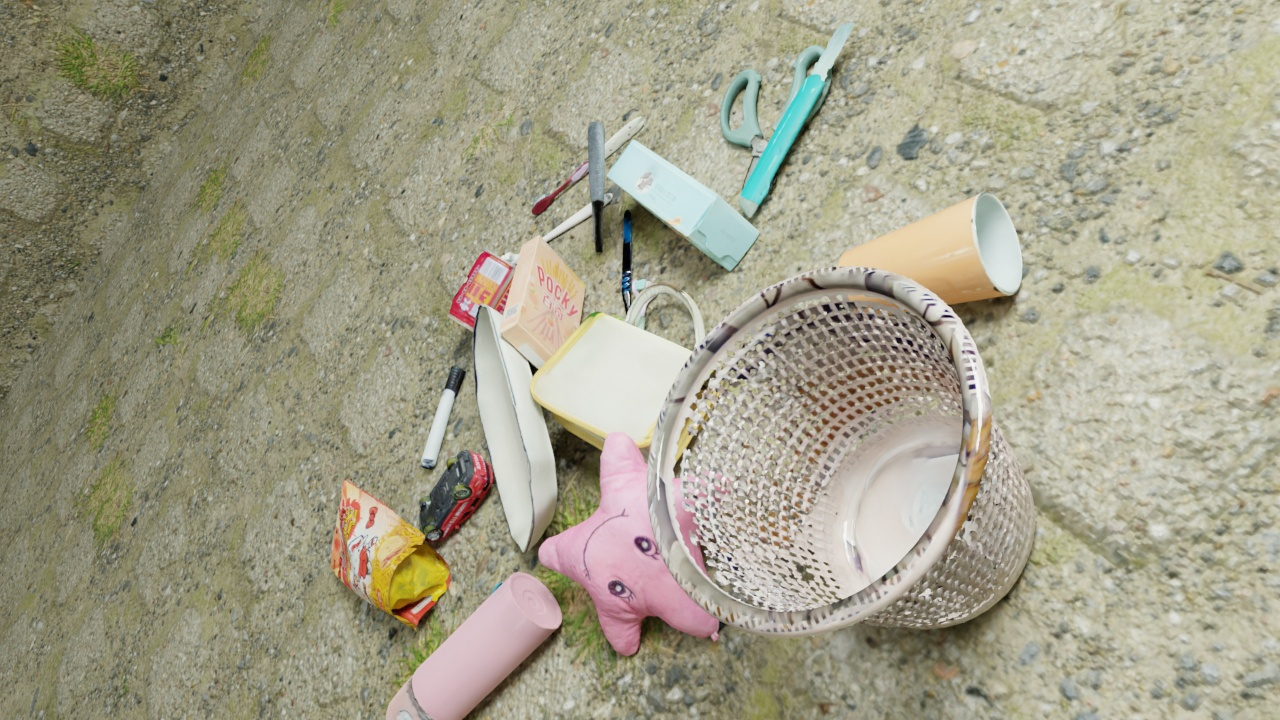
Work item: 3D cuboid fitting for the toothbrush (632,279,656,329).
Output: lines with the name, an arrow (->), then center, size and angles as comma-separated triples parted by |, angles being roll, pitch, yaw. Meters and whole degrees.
toothbrush -> -0.005, 0.005, 0.920 | 0.021, 0.029, 0.188 | 114, 165, -67

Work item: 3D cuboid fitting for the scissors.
scissors -> 0.121, -0.243, 0.943 | 0.169, 0.019, 0.177 | 20, 85, 47

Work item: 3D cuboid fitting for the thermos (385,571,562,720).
thermos -> -0.156, 0.296, 0.867 | 0.199, 0.067, 0.087 | -47, 73, 13

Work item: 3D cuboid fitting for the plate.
plate -> -0.129, 0.063, 0.936 | 0.162, 0.034, 0.265 | 107, 149, -48

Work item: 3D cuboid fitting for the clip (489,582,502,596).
clip -> -0.148, 0.251, 0.918 | 0.048, 0.014, 0.057 | 35, 94, 46

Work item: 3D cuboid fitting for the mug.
mug -> 0.220, -0.075, 0.711 | 0.123, 0.078, 0.078 | -15, 58, 44

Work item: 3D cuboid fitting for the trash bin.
trash bin -> 0.149, 0.081, 0.595 | 0.228, 0.192, 0.227 | -23, 53, 34

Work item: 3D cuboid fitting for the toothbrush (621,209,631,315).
toothbrush -> -0.015, -0.091, 0.987 | 0.014, 0.016, 0.189 | -20, 54, 29

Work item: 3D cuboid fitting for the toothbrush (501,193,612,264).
toothbrush -> -0.105, -0.157, 1.109 | 0.181, 0.016, 0.016 | -27, 54, 29

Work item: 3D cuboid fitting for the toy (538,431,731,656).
toy -> 0.009, 0.158, 0.765 | 0.178, 0.074, 0.195 | 43, 114, 22

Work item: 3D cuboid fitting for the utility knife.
utility knife -> 0.151, -0.234, 0.888 | 0.029, 0.013, 0.209 | 33, 97, 38

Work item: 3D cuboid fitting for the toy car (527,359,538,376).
toy car -> -0.130, -0.018, 1.041 | 0.049, 0.031, 0.105 | -27, 59, 32

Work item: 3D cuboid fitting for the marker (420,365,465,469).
marker -> -0.238, 0.068, 1.107 | 0.023, 0.018, 0.130 | -1, 66, 33

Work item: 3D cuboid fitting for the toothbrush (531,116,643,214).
toothbrush -> -0.067, -0.238, 1.122 | 0.188, 0.016, 0.017 | -36, 37, 25

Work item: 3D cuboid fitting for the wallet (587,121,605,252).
wallet -> -0.047, -0.186, 1.004 | 0.019, 0.121, 0.097 | 0, 70, -2

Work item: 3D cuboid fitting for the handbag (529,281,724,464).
handbag -> 0.005, 0.007, 0.872 | 0.163, 0.063, 0.178 | 24, 68, 36

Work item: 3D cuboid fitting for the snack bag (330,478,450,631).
snack bag -> -0.297, 0.219, 1.036 | 0.208, 0.073, 0.128 | 14, 101, 47

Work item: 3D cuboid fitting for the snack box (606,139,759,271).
snack box -> 0.040, -0.159, 0.929 | 0.052, 0.074, 0.175 | -53, 42, 8

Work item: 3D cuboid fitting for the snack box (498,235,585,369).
snack box -> -0.100, -0.057, 0.965 | 0.026, 0.084, 0.157 | -28, 34, 25

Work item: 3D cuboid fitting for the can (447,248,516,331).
can -> -0.183, -0.078, 1.102 | 0.066, 0.066, 0.094 | 29, 89, 48

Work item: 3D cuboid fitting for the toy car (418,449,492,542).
toy car -> -0.203, 0.151, 1.004 | 0.121, 0.045, 0.053 | -49, 41, 27
